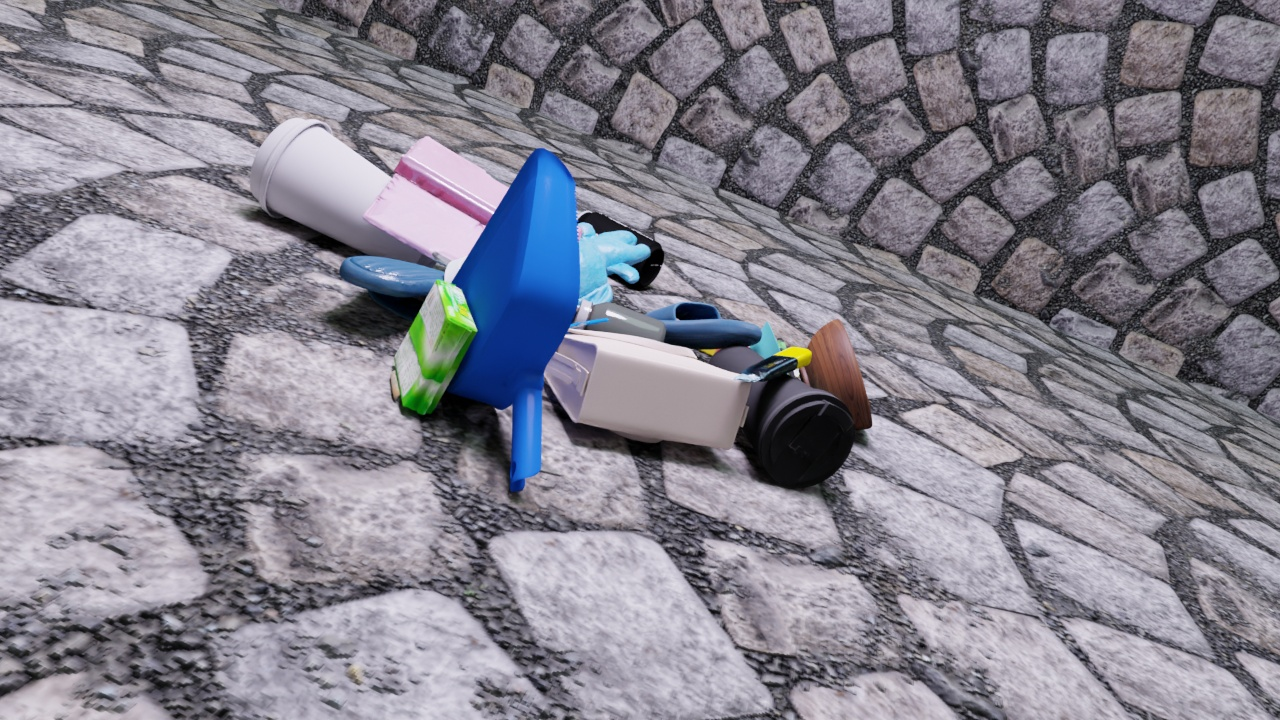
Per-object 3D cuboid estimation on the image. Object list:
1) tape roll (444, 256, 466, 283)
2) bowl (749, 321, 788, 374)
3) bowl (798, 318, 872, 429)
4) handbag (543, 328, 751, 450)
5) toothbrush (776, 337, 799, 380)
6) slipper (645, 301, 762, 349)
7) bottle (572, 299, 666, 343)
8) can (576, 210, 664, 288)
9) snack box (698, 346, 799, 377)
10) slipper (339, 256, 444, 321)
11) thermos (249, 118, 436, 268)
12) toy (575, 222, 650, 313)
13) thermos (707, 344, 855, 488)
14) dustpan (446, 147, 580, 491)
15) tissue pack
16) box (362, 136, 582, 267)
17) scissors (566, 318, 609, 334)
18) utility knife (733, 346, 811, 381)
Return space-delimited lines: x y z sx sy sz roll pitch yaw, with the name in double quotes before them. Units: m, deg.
"tape roll" -0.181 -0.067 1.000 0.019 0.094 0.093 -16 12 15
"bowl" 0.159 0.015 1.169 0.046 0.121 0.121 -19 20 5
"bowl" 0.244 0.026 1.189 0.069 0.147 0.147 -17 18 7
"handbag" -0.011 0.017 0.968 0.194 0.101 0.198 13 9 -25
"toothbrush" 0.201 0.006 1.253 0.014 0.017 0.187 -5 22 3
"slipper" 0.067 -0.048 1.176 0.103 0.059 0.214 11 -4 -35
"bottle" -0.027 -0.036 1.123 0.108 0.060 0.060 20 19 -7
"can" -0.040 -0.179 1.472 0.146 0.080 0.080 30 20 23
"snack box" 0.152 -0.008 1.294 0.152 0.025 0.075 25 19 8
"slipper" -0.255 -0.076 0.989 0.104 0.059 0.213 20 5 11
"thermos" -0.347 -0.191 1.120 0.222 0.132 0.131 30 19 1
"toy" -0.075 -0.126 1.249 0.180 0.115 0.183 -20 50 -33
"thermos" 0.143 0.050 1.022 0.105 0.106 0.218 14 15 -22
"dustpan" -0.118 -0.008 0.799 0.059 0.246 0.257 17 49 -25
"tissue pack" -0.188 -0.013 0.828 0.034 0.100 0.114 24 16 -29
"box" -0.189 -0.167 1.094 0.232 0.051 0.179 29 41 -12
"scissors" -0.096 -0.034 1.012 0.096 0.020 0.133 -9 -3 -36
"utility knife" 0.138 0.007 0.955 0.029 0.020 0.186 13 13 27
